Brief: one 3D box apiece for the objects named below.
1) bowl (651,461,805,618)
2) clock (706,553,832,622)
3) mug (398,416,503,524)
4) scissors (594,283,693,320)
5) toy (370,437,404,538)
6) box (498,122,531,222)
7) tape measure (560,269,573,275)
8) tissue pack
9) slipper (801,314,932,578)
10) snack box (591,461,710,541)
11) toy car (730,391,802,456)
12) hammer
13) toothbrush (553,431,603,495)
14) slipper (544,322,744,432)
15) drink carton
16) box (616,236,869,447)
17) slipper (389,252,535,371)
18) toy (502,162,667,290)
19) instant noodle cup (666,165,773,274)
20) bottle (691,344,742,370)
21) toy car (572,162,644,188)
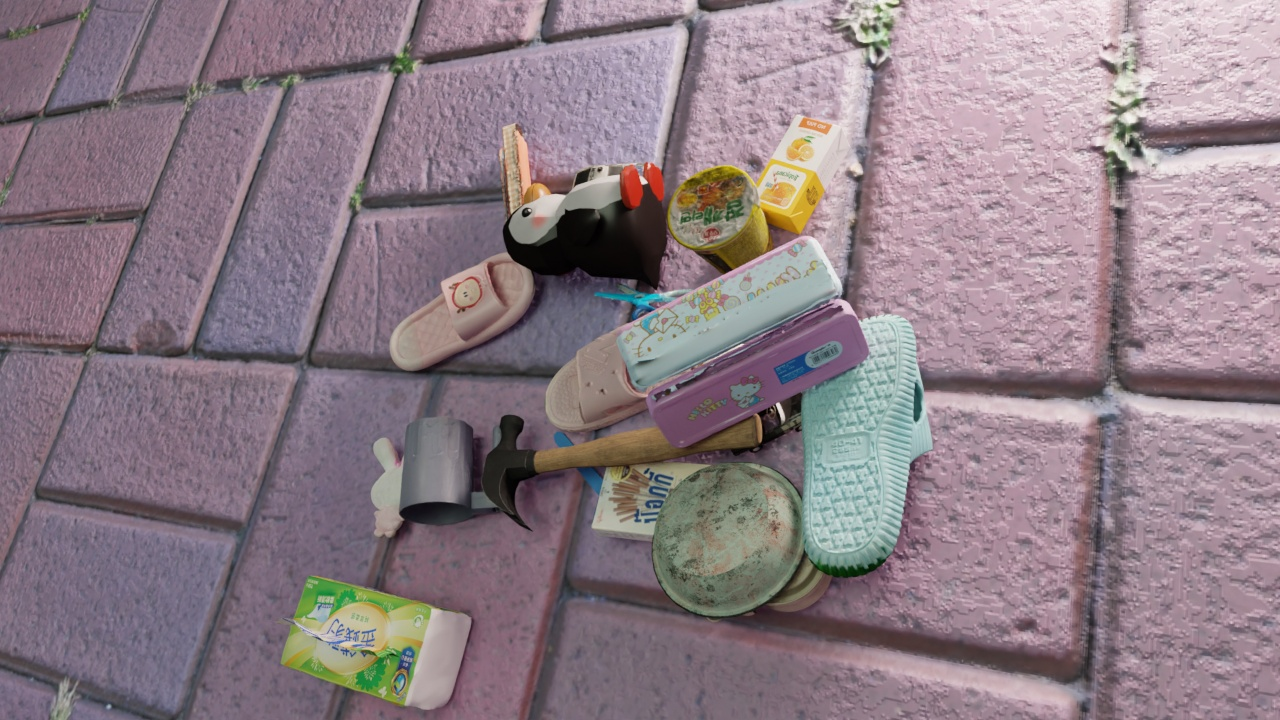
[{"bbox_3d":[0.074,0.156,0.851,0.158,0.038,0.157,-16,50,20],"label":"bowl"},{"bbox_3d":[0.120,0.200,0.858,0.141,0.054,0.093,-36,50,2],"label":"clock"},{"bbox_3d":[-0.213,0.126,1.056,0.124,0.084,0.103,-4,63,0],"label":"mug"},{"bbox_3d":[-0.003,-0.063,1.027,0.141,0.013,0.112,9,33,27],"label":"scissors"},{"bbox_3d":[-0.293,0.152,1.103,0.076,0.037,0.125,-8,66,20],"label":"toy"},{"bbox_3d":[-0.163,-0.221,1.185,0.077,0.054,0.186,-43,48,45],"label":"box"},{"bbox_3d":[-0.102,-0.127,1.132,0.059,0.019,0.051,-36,59,0],"label":"tape measure"},{"bbox_3d":[-0.305,0.298,0.985,0.198,0.141,0.120,-2,68,27],"label":"tissue pack"},{"bbox_3d":[0.207,0.078,0.855,0.116,0.069,0.275,-8,51,29],"label":"slipper"},{"bbox_3d":[0.029,0.144,0.932,0.150,0.026,0.081,2,60,25],"label":"snack box"},{"bbox_3d":[0.127,0.060,0.923,0.092,0.037,0.040,-28,59,15],"label":"toy car"},{"bbox_3d":[-0.024,0.097,0.947,0.306,0.040,0.132,-11,51,22],"label":"hammer"},{"bbox_3d":[-0.048,0.132,1.002,0.016,0.014,0.166,-47,52,2],"label":"toothbrush"},{"bbox_3d":[-0.006,0.006,1.001,0.240,0.064,0.094,-18,62,18],"label":"slipper"},{"bbox_3d":[0.175,-0.208,1.010,0.058,0.040,0.122,27,83,33],"label":"drink carton"},{"bbox_3d":[0.094,-0.014,0.860,0.214,0.062,0.140,-27,97,9],"label":"box"},{"bbox_3d":[-0.228,-0.064,1.151,0.222,0.055,0.106,-30,56,14],"label":"slipper"},{"bbox_3d":[-0.068,-0.141,1.057,0.184,0.158,0.140,-5,102,23],"label":"toy"},{"bbox_3d":[0.095,-0.139,0.981,0.102,0.108,0.102,-11,64,23],"label":"instant noodle cup"},{"bbox_3d":[0.108,0.013,0.931,0.109,0.063,0.063,-12,62,-3],"label":"bottle"},{"bbox_3d":[-0.035,-0.219,1.125,0.113,0.040,0.048,2,71,27],"label":"toy car"}]
